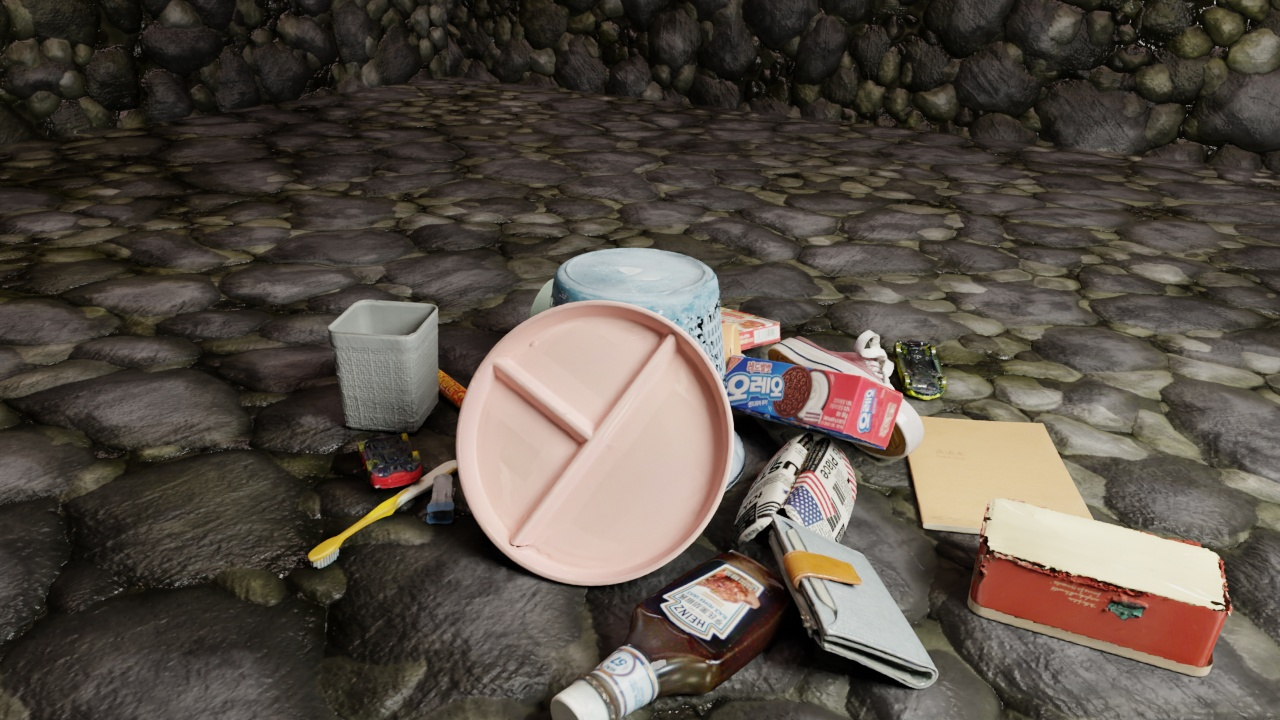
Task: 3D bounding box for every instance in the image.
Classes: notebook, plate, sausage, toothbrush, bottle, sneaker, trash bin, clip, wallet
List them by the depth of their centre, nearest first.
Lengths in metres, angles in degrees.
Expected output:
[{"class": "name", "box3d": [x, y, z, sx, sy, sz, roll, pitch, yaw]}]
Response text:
[{"class": "bottle", "box3d": [0.023, 0.198, 0.633, 0.194, 0.044, 0.080, -22, 37, -40]}, {"class": "wallet", "box3d": [0.149, 0.168, 0.667, 0.106, 0.037, 0.129, 29, 17, -22]}, {"class": "plate", "box3d": [-0.038, 0.065, 0.746, 0.230, 0.229, 0.028, 7, -8, 12]}, {"class": "toothbrush", "box3d": [-0.217, 0.130, 0.803, 0.016, 0.018, 0.190, 16, 26, 23]}, {"class": "clip", "box3d": [-0.176, 0.122, 0.816, 0.025, 0.036, 0.057, -3, 25, -4]}, {"class": "trash bin", "box3d": [-0.005, 0.005, 0.871, 0.226, 0.195, 0.226, 2, 25, -1]}, {"class": "notebook", "box3d": [0.337, 0.109, 0.887, 0.149, 0.012, 0.211, 4, 24, 8]}, {"class": "sneaker", "box3d": [0.227, 0.022, 0.966, 0.087, 0.118, 0.241, -27, 26, -12]}, {"class": "sausage", "box3d": [-0.201, 0.036, 0.999, 0.021, 0.021, 0.165, -17, 30, -35]}]

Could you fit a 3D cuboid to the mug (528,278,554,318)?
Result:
[{"class": "mug", "box3d": [-0.070, -0.034, 1.055, 0.106, 0.082, 0.111, 21, 39, 19]}]

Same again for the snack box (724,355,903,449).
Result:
[{"class": "snack box", "box3d": [0.156, 0.038, 0.895, 0.057, 0.058, 0.208, 21, -5, -29]}]

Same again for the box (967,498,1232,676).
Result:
[{"class": "box", "box3d": [0.343, 0.159, 0.694, 0.168, 0.078, 0.091, 12, 27, 21]}]

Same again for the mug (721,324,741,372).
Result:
[{"class": "mug", "box3d": [0.047, -0.008, 1.017, 0.123, 0.078, 0.078, -4, 23, 14]}]

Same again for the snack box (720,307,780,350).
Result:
[{"class": "snack box", "box3d": [0.100, -0.042, 1.154, 0.075, 0.025, 0.153, -12, 18, -28]}]

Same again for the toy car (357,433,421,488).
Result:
[{"class": "toy car", "box3d": [-0.235, 0.093, 0.860, 0.049, 0.031, 0.106, -10, 17, -22]}]

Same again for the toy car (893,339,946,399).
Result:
[{"class": "toy car", "box3d": [0.324, 0.013, 1.071, 0.048, 0.032, 0.105, 3, 36, 2]}]

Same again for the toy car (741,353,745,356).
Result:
[{"class": "toy car", "box3d": [0.107, 0.017, 1.050, 0.049, 0.031, 0.105, -3, 26, -7]}]

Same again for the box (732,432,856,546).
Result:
[{"class": "box", "box3d": [0.144, 0.124, 0.808, 0.087, 0.076, 0.161, 39, 30, 7]}]

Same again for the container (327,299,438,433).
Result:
[{"class": "container", "box3d": [-0.260, 0.008, 0.946, 0.090, 0.114, 0.090, 5, 25, 6]}]
